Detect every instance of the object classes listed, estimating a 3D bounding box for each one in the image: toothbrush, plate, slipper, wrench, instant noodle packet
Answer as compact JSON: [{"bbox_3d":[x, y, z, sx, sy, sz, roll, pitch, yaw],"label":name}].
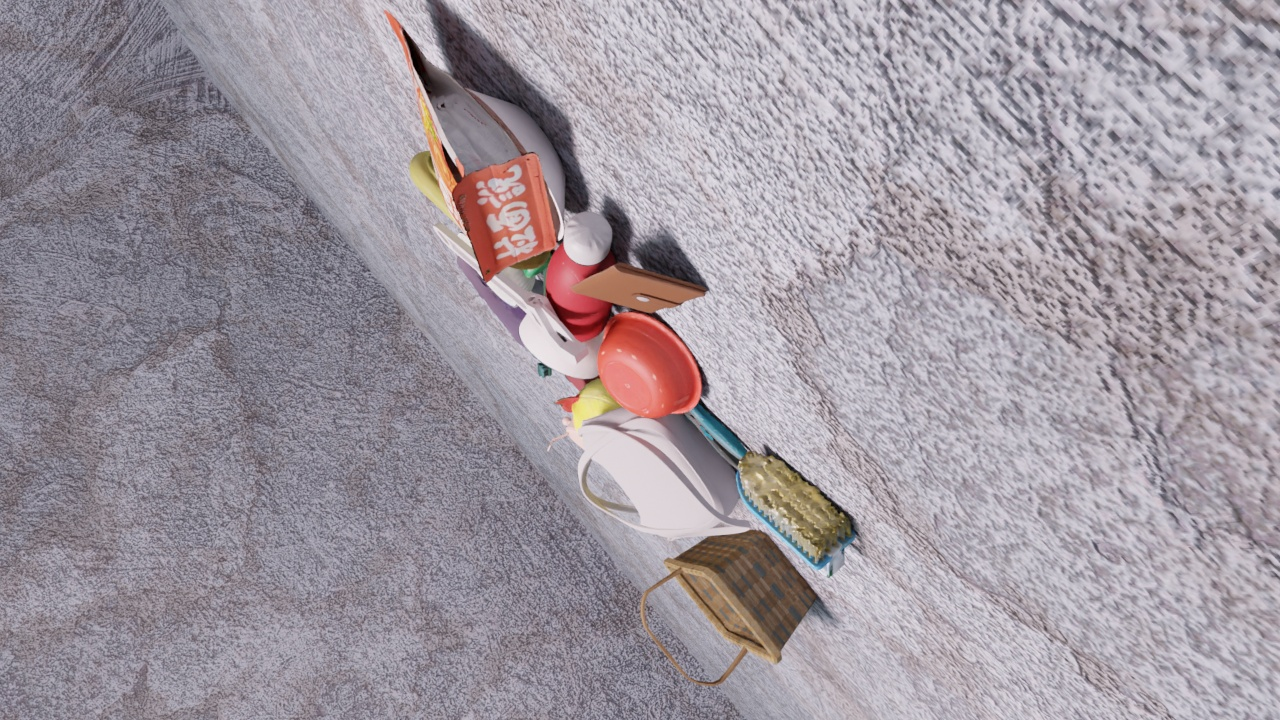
[{"bbox_3d":[-0.123,-0.050,1.187,0.016,0.017,0.190,45,144,36],"label":"toothbrush"},{"bbox_3d":[-0.116,-0.198,0.889,0.174,0.036,0.174,47,165,16],"label":"plate"},{"bbox_3d":[-0.169,-0.184,1.028,0.190,0.082,0.091,40,-153,2],"label":"slipper"},{"bbox_3d":[-0.148,-0.080,1.008,0.273,0.018,0.087,38,163,37],"label":"wrench"},{"bbox_3d":[-0.173,-0.210,0.873,0.221,0.084,0.164,58,170,21],"label":"instant noodle packet"}]

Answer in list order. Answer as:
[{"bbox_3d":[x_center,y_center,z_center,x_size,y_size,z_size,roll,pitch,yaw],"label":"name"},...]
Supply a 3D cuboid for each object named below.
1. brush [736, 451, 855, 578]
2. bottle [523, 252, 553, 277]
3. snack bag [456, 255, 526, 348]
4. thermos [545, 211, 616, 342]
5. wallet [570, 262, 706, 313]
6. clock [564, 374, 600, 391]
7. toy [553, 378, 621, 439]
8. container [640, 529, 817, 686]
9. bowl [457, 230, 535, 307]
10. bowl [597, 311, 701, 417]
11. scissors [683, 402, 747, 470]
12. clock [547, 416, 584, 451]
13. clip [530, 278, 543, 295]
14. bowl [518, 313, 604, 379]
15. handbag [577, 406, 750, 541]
[{"bbox_3d":[0.148,0.151,0.919,0.136,0.055,0.075,41,158,35],"label":"brush"},{"bbox_3d":[-0.152,-0.153,1.101,0.111,0.043,0.043,51,166,1],"label":"bottle"},{"bbox_3d":[-0.191,-0.093,1.336,0.205,0.058,0.096,53,165,-8],"label":"snack bag"},{"bbox_3d":[-0.059,-0.084,0.925,0.073,0.073,0.240,49,165,8],"label":"thermos"},{"bbox_3d":[-0.005,-0.062,0.819,0.087,0.013,0.121,14,170,-20],"label":"wallet"},{"bbox_3d":[-0.078,0.014,1.284,0.087,0.044,0.125,43,164,27],"label":"clock"},{"bbox_3d":[-0.011,0.094,1.205,0.207,0.092,0.134,39,155,4],"label":"toy"},{"bbox_3d":[0.103,0.332,1.239,0.157,0.186,0.250,51,166,0],"label":"container"},{"bbox_3d":[-0.172,-0.132,1.171,0.118,0.062,0.118,46,165,16],"label":"bowl"},{"bbox_3d":[-0.001,0.015,0.967,0.130,0.045,0.131,28,141,26],"label":"bowl"},{"bbox_3d":[0.073,0.071,1.022,0.150,0.019,0.131,57,164,-27],"label":"scissors"},{"bbox_3d":[-0.046,0.127,1.341,0.160,0.086,0.131,25,165,-2],"label":"clock"},{"bbox_3d":[-0.102,-0.056,1.200,0.163,0.027,0.106,34,133,44],"label":"clip"},{"bbox_3d":[-0.080,-0.037,1.083,0.113,0.063,0.113,26,-152,-15],"label":"bowl"},{"bbox_3d":[0.005,0.155,1.125,0.223,0.095,0.216,-26,105,44],"label":"handbag"}]
